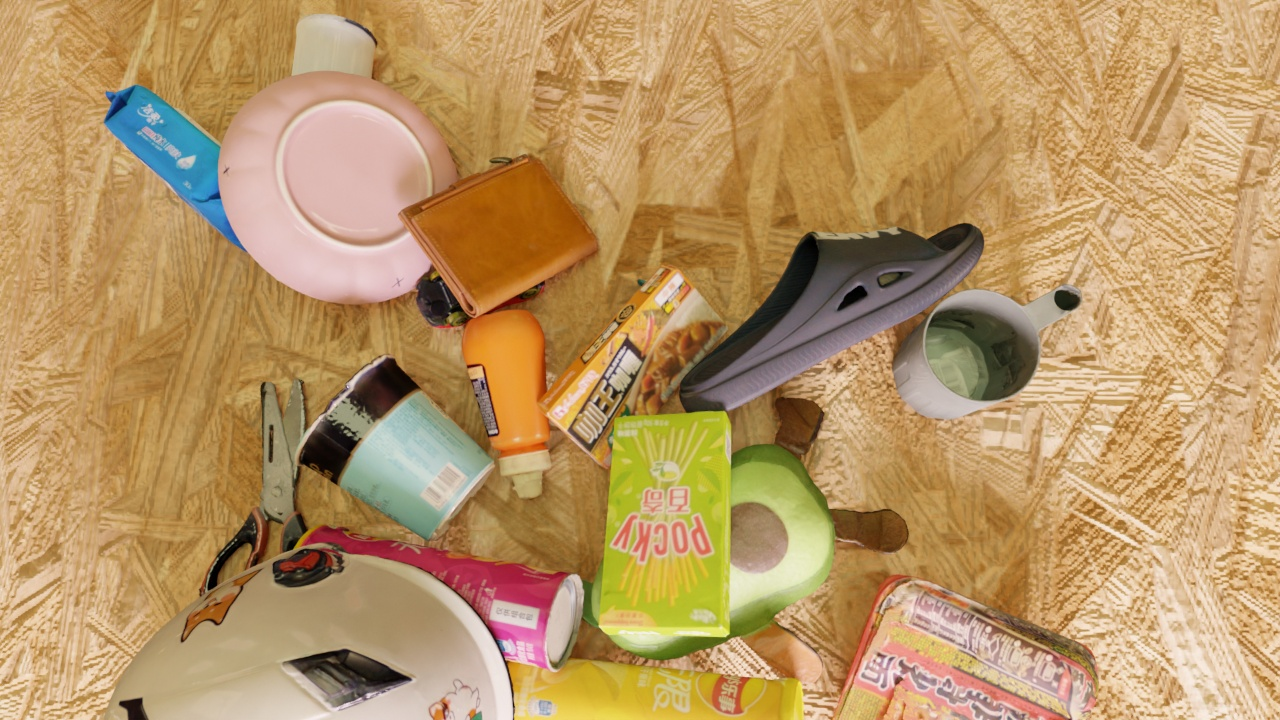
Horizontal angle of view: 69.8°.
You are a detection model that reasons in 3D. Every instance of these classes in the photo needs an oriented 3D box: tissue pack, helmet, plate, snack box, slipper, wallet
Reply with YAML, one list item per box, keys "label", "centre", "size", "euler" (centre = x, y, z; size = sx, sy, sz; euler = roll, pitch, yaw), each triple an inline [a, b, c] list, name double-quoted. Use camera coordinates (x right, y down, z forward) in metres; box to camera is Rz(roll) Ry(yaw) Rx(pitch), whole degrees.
- label: "tissue pack"
  centre: [-0.366, -0.157, 0.761]
  size: [0.157, 0.095, 0.052]
  euler: [40, 77, 9]
- label: "helmet"
  centre: [-0.236, 0.251, 0.595]
  size: [0.274, 0.156, 0.230]
  euler: [-12, 97, 19]
- label: "plate"
  centre: [-0.229, -0.142, 0.729]
  size: [0.192, 0.039, 0.192]
  euler: [5, 80, -31]
- label: "snack box"
  centre: [-0.004, 0.004, 0.726]
  size: [0.153, 0.026, 0.075]
  euler: [-49, 120, -8]
- label: "snack box"
  centre: [0.020, 0.113, 0.645]
  size: [0.086, 0.026, 0.156]
  euler: [-3, 62, 15]
- label: "slipper"
  centre: [0.137, -0.051, 0.701]
  size: [0.268, 0.110, 0.083]
  euler: [-30, 100, -3]
- label: "wallet"
  centre: [-0.115, -0.111, 0.742]
  size: [0.130, 0.035, 0.119]
  euler: [-33, 81, -32]

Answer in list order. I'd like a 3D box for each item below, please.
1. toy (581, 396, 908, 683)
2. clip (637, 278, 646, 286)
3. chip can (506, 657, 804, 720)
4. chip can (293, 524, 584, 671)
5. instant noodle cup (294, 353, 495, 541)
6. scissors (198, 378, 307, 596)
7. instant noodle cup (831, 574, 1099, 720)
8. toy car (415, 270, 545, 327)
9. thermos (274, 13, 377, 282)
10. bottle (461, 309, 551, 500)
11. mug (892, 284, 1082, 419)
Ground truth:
- label: "toy"
  centre: [0.067, 0.137, 0.686]
  size: [0.246, 0.090, 0.227]
  euler: [-33, 73, -8]
- label: "clip"
  centre: [0.019, -0.046, 0.763]
  size: [0.054, 0.013, 0.033]
  euler: [14, 80, 7]
- label: "chip can"
  centre: [0.006, 0.253, 0.650]
  size: [0.214, 0.072, 0.072]
  euler: [0, 78, 16]
- label: "chip can"
  centre: [-0.152, 0.173, 0.675]
  size: [0.211, 0.071, 0.071]
  euler: [7, 79, 16]
- label: "instant noodle cup"
  centre: [-0.181, 0.074, 0.708]
  size: [0.120, 0.111, 0.111]
  euler: [38, 82, 0]
- label: "scissors"
  centre: [-0.304, 0.126, 0.740]
  size: [0.206, 0.015, 0.201]
  euler: [-42, 80, -5]
- label: "instant noodle cup"
  centre: [0.218, 0.265, 0.658]
  size: [0.164, 0.079, 0.188]
  euler: [23, 80, 7]
- label: "toy car"
  centre: [-0.133, -0.060, 0.761]
  size: [0.106, 0.031, 0.049]
  euler: [-23, 74, -14]
- label: "thermos"
  centre: [-0.271, -0.173, 0.772]
  size: [0.073, 0.073, 0.224]
  euler: [3, 79, 3]
- label: "bottle"
  centre: [-0.100, 0.037, 0.730]
  size: [0.067, 0.067, 0.149]
  euler: [-11, 86, 0]
- label: "mug"
  centre: [0.261, -0.009, 0.699]
  size: [0.124, 0.103, 0.083]
  euler: [-27, 79, -4]
